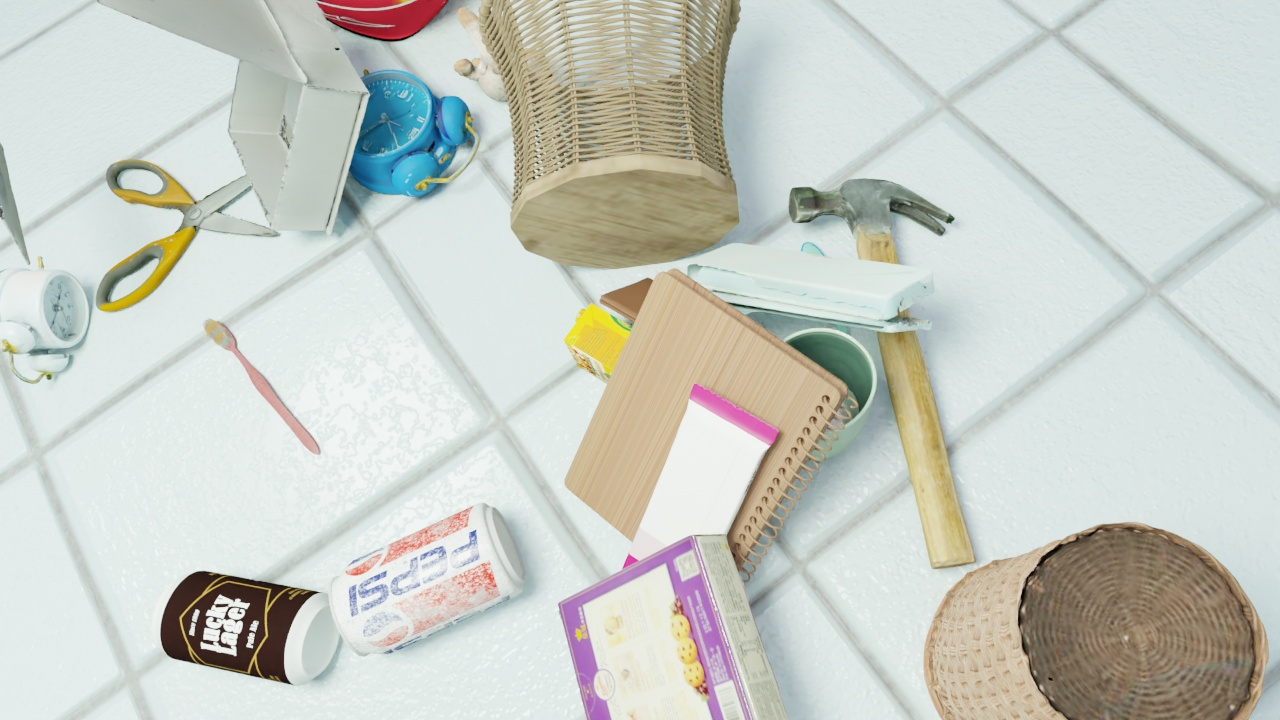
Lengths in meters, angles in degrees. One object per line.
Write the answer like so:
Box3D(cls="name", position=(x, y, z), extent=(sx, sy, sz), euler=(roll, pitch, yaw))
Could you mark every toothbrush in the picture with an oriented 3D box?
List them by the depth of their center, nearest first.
Box3D(cls="toothbrush", position=(0.164, -0.047, 0.783), extent=(0.022, 0.017, 0.135), euler=(-18, 67, 2))
Box3D(cls="toothbrush", position=(-0.348, 0.023, 0.842), extent=(0.015, 0.016, 0.184), euler=(-45, 70, -3))

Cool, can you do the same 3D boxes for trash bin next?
Box3D(cls="trash bin", position=(0.264, 0.183, 0.567), extent=(0.151, 0.210, 0.151), euler=(-4, 67, 9))

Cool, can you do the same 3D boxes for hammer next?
Box3D(cls="hammer", position=(0.213, -0.001, 0.738), extent=(0.132, 0.033, 0.330), euler=(-5, 69, -7))

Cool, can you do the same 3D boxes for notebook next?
Box3D(cls="notebook", position=(0.042, 0.063, 0.682), extent=(0.169, 0.022, 0.211), euler=(36, 121, 20))

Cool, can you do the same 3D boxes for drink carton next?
Box3D(cls="drink carton", position=(-0.005, 0.004, 0.767), extent=(0.122, 0.058, 0.041), euler=(32, 76, 20))

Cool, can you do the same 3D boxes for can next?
Box3D(cls="can", position=(-0.164, 0.171, 0.716), extent=(0.136, 0.078, 0.078), euler=(-24, 66, -1))
Box3D(cls="can", position=(-0.310, 0.211, 0.727), extent=(0.129, 0.072, 0.071), euler=(7, 69, 12))

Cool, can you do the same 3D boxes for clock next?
Box3D(cls="clock", position=(-0.572, -0.035, 0.867), extent=(0.057, 0.083, 0.117), euler=(-3, 66, 1))
Box3D(cls="clock", position=(-0.228, -0.220, 0.895), extent=(0.161, 0.060, 0.116), euler=(24, 74, 16))

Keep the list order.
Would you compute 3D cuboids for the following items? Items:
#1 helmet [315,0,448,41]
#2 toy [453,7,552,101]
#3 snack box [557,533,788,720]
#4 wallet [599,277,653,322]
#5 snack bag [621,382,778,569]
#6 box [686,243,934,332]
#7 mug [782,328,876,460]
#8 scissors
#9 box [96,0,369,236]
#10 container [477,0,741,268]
Box3D(cls="helmet", position=(-0.299, -0.460, 0.918), extent=(0.271, 0.225, 0.197), euler=(27, 75, 17))
Box3D(cls="toy", position=(-0.131, -0.292, 0.901), extent=(0.106, 0.085, 0.074), euler=(34, 98, 11))
Box3D(cls="snack box", position=(0.018, 0.216, 0.649), extent=(0.148, 0.040, 0.143), euler=(-34, 62, 33))
Box3D(cls="wallet", position=(0.035, -0.034, 0.772), extent=(0.121, 0.087, 0.013), euler=(31, 119, 19))
Box3D(cls="snack bag", position=(0.036, 0.114, 0.676), extent=(0.070, 0.016, 0.197), euler=(29, 118, 19))
Box3D(cls="box", position=(0.124, -0.057, 0.714), extent=(0.199, 0.085, 0.070), euler=(15, 91, 44))
Box3D(cls="mug", position=(0.124, 0.025, 0.713), extent=(0.111, 0.104, 0.084), euler=(36, 78, 20))
Box3D(cls="scissors", position=(-0.473, -0.149, 0.932), extent=(0.225, 0.016, 0.226), euler=(-40, 68, -8))
Box3D(cls="box", position=(-0.342, -0.290, 0.746), extent=(0.149, 0.413, 0.166), euler=(-30, 60, -8))
Box3D(cls="container", position=(-0.020, -0.204, 0.774), extent=(0.227, 0.227, 0.196), euler=(-7, 74, 7))
